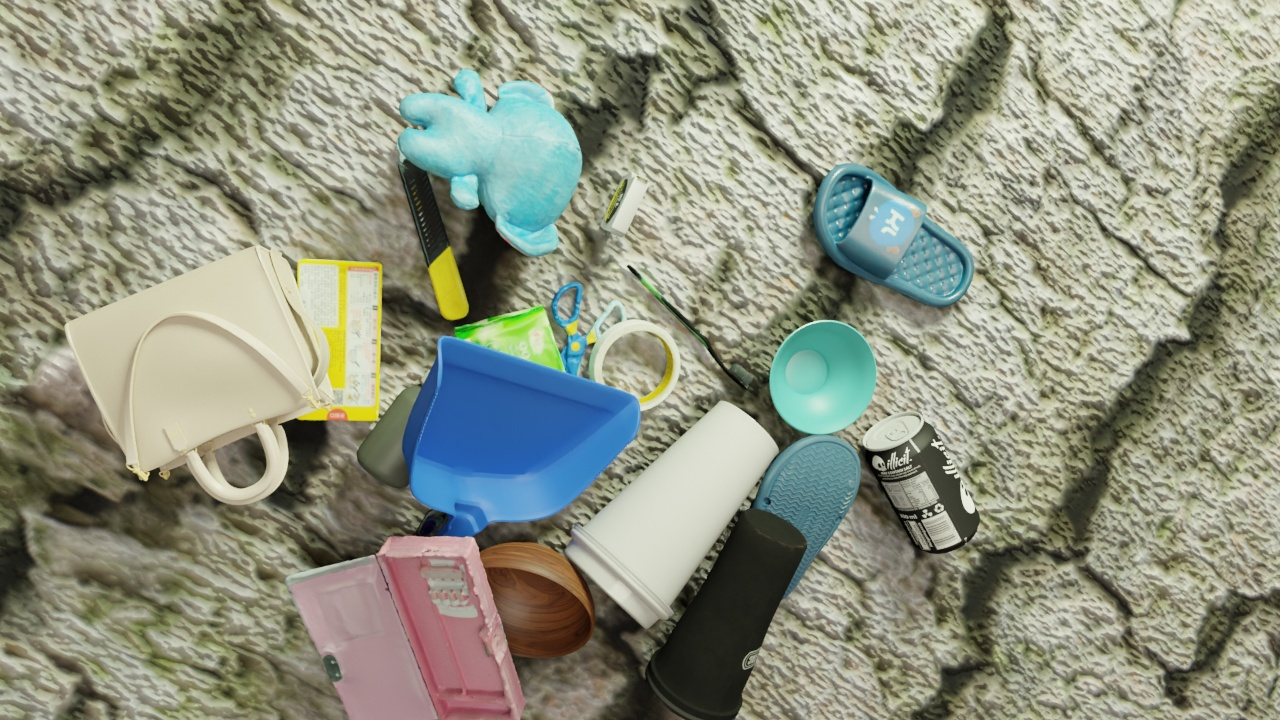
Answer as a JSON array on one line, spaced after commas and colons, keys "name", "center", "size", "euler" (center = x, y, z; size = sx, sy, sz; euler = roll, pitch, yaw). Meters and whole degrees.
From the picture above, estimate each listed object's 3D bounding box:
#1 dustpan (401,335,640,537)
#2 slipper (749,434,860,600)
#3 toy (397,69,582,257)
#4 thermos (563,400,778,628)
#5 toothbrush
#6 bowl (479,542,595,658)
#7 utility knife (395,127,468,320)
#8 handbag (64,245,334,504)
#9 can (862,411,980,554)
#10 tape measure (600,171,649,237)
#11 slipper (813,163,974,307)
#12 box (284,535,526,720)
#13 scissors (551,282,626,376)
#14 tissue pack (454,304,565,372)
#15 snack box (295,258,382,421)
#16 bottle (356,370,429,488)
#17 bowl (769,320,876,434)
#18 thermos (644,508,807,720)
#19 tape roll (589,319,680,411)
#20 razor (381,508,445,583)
[{"name": "dustpan", "center": [-0.154, 0.114, 0.877], "size": [0.245, 0.059, 0.258], "euler": [20, 121, -44]}, {"name": "slipper", "center": [0.156, 0.170, 0.990], "size": [0.103, 0.059, 0.214], "euler": [18, 108, -19]}, {"name": "toy", "center": [-0.141, -0.184, 0.844], "size": [0.180, 0.115, 0.183], "euler": [8, 73, -33]}, {"name": "thermos", "center": [0.038, 0.149, 0.931], "size": [0.221, 0.132, 0.131], "euler": [-47, 106, -12]}, {"name": "toothbrush", "center": [0.053, -0.036, 0.959], "size": [0.188, 0.014, 0.017], "euler": [45, 72, -16]}, {"name": "bowl", "center": [-0.112, 0.225, 0.916], "size": [0.147, 0.068, 0.147], "euler": [6, 130, 7]}, {"name": "utility knife", "center": [-0.201, -0.129, 0.879], "size": [0.028, 0.020, 0.186], "euler": [-16, 102, -13]}, {"name": "handbag", "center": [-0.363, 0.027, 0.795], "size": [0.194, 0.101, 0.198], "euler": [-23, 86, -3]}, {"name": "can", "center": [0.309, 0.135, 1.012], "size": [0.080, 0.080, 0.146], "euler": [-33, 104, -8]}, {"name": "tape measure", "center": [-0.016, -0.154, 0.898], "size": [0.016, 0.065, 0.064], "euler": [25, 93, -16]}, {"name": "slipper", "center": [0.273, -0.125, 0.979], "size": [0.213, 0.059, 0.104], "euler": [31, 92, -17]}, {"name": "box", "center": [-0.217, 0.269, 0.883], "size": [0.180, 0.050, 0.233], "euler": [-6, 120, 3]}, {"name": "scissors", "center": [-0.058, -0.012, 0.937], "size": [0.097, 0.020, 0.133], "euler": [7, 97, -13]}, {"name": "tissue pack", "center": [-0.126, 0.009, 0.905], "size": [0.099, 0.034, 0.114], "euler": [-18, 103, -6]}, {"name": "snack box", "center": [-0.285, -0.018, 0.870], "size": [0.075, 0.025, 0.152], "euler": [2, 97, -14]}, {"name": "bottle", "center": [-0.219, 0.065, 0.880], "size": [0.060, 0.060, 0.108], "euler": [37, 88, -16]}, {"name": "bowl", "center": [0.187, 0.016, 0.982], "size": [0.121, 0.046, 0.121], "euler": [-2, 98, -14]}, {"name": "thermos", "center": [0.091, 0.263, 0.942], "size": [0.105, 0.105, 0.219], "euler": [20, 105, -16]}, {"name": "tape roll", "center": [-0.006, 0.005, 0.940], "size": [0.094, 0.019, 0.094], "euler": [-5, 105, -20]}, {"name": "razor", "center": [-0.245, 0.201, 0.915], "size": [0.044, 0.018, 0.141], "euler": [42, 87, -15]}]
